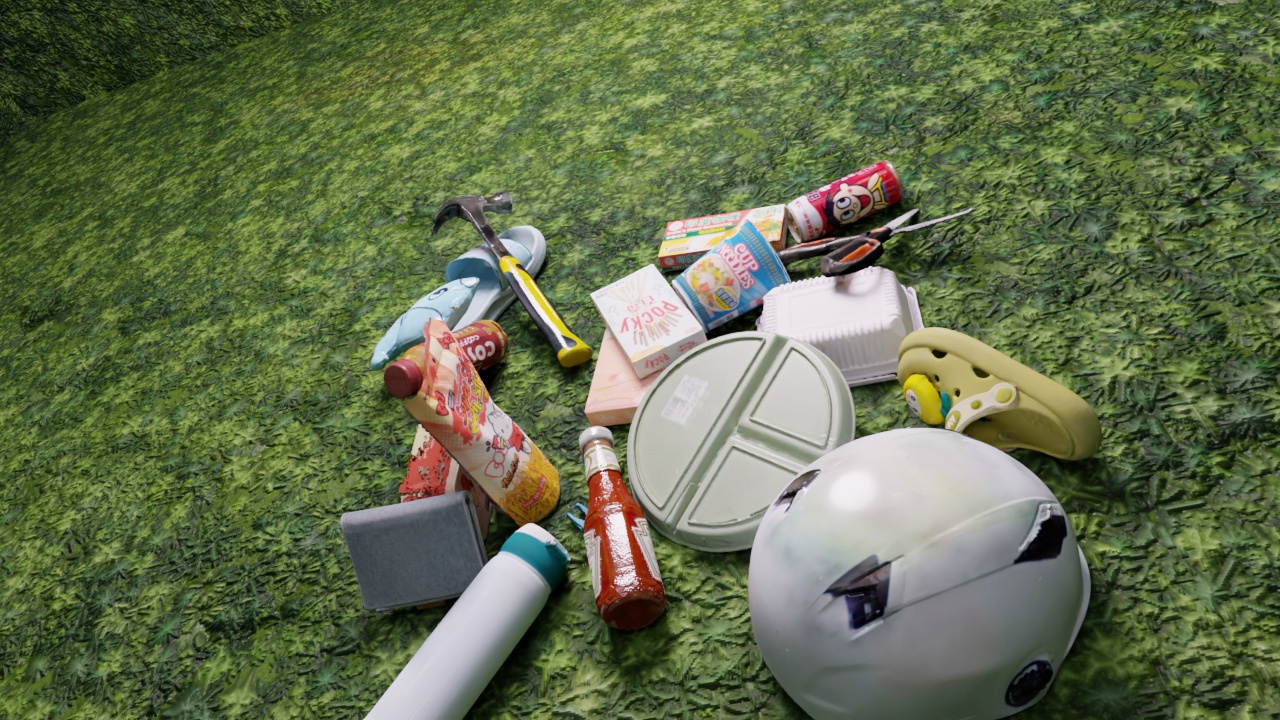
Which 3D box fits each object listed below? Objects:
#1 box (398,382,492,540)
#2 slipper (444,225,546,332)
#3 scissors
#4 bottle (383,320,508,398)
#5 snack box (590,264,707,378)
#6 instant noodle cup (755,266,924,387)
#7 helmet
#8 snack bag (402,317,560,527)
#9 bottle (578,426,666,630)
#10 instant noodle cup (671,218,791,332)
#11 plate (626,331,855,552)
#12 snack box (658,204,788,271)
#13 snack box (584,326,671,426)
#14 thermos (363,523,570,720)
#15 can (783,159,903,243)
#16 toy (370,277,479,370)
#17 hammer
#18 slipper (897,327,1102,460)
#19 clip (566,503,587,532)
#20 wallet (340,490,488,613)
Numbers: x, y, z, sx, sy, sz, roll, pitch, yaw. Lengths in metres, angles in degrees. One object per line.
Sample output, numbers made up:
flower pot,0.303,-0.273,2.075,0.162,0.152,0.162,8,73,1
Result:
box,-0.201,0.105,0.956,0.078,0.091,0.168,-12,40,11
slipper,-0.220,-0.101,1.215,0.104,0.074,0.244,6,49,33
scissors,0.246,-0.133,1.005,0.231,0.022,0.220,-12,16,27
bottle,-0.222,0.000,1.056,0.058,0.057,0.174,0,16,27
snack box,0.007,-0.048,1.033,0.084,0.027,0.156,-26,38,-5
instant noodle cup,0.198,-0.037,0.941,0.174,0.060,0.137,-12,40,17
helmet,0.195,0.138,0.674,0.258,0.146,0.229,-25,39,-2
snack bag,-0.154,0.068,0.883,0.073,0.208,0.128,-19,38,14
bottle,-0.025,0.144,0.836,0.060,0.060,0.205,-21,44,4
instant noodle cup,0.099,-0.088,1.030,0.110,0.099,0.099,-33,39,0
plate,0.086,0.067,0.860,0.231,0.027,0.229,-16,52,21
snack box,0.104,-0.152,1.145,0.156,0.027,0.076,-6,41,21
snack box,-0.006,0.006,1.021,0.085,0.026,0.156,-8,42,19
thermos,-0.144,0.240,0.795,0.073,0.073,0.223,12,51,36
can,0.241,-0.189,1.096,0.133,0.053,0.053,-24,39,0
toy,-0.263,-0.045,1.117,0.161,0.050,0.156,-49,25,-19
hammer,-0.159,-0.108,1.146,0.126,0.032,0.323,-13,50,-32
slipper,0.291,0.039,0.786,0.081,0.092,0.191,-42,46,-18
clip,-0.049,0.156,0.883,0.046,0.014,0.057,-43,44,-20
wallet,-0.210,0.184,0.872,0.130,0.106,0.037,-12,7,12
